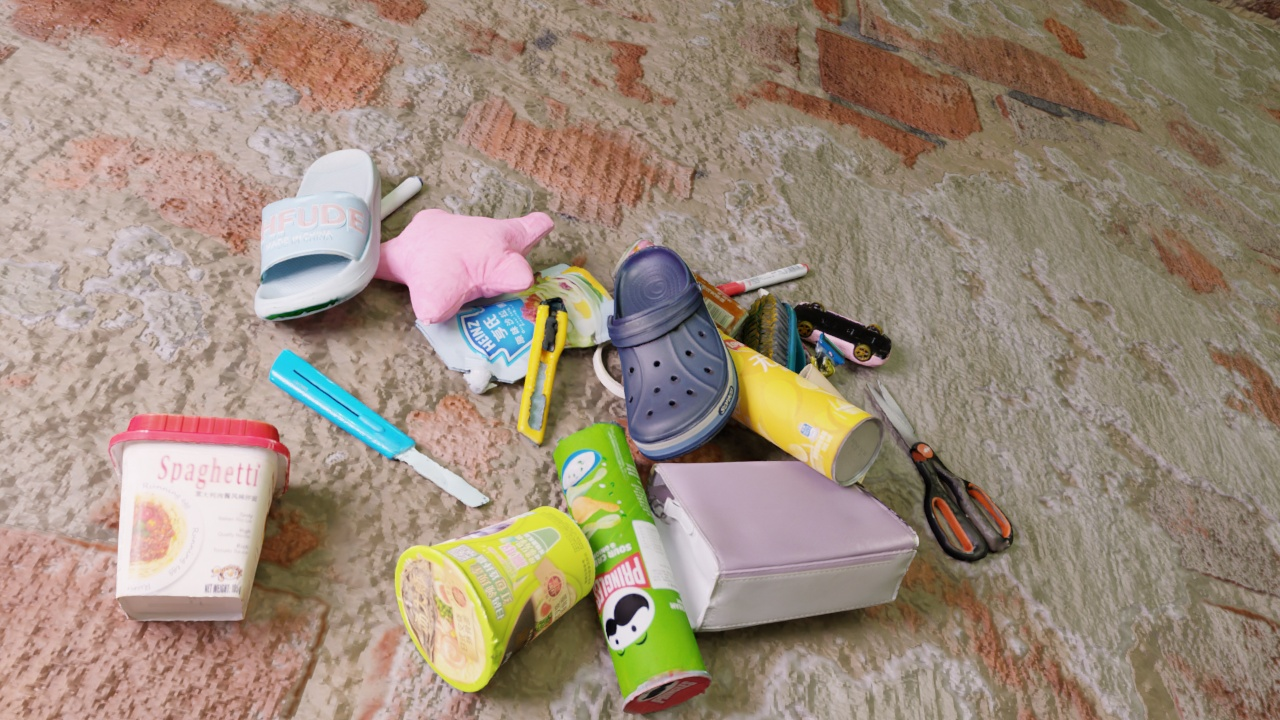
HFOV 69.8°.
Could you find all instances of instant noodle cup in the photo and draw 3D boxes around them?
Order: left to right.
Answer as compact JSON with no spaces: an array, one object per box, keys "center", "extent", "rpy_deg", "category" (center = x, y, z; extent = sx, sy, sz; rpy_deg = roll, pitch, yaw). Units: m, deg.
[{"center":[-0.314,0.115,0.648],"extent":[0.116,0.117,0.124],"rpy_deg":[6,62,-19],"category":"instant noodle cup"},{"center":[-0.102,0.169,0.696],"extent":[0.123,0.112,0.111],"rpy_deg":[-22,63,-44],"category":"instant noodle cup"}]

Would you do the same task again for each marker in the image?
[{"center":[-0.272,-0.159,0.962],"extent":[0.022,0.018,0.130],"rpy_deg":[24,45,10],"category":"marker"},{"center":[0.147,-0.095,1.093],"extent":[0.145,0.017,0.017],"rpy_deg":[-17,60,-35],"category":"marker"}]

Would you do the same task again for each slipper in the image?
[{"center":[-0.301,-0.133,0.866],"extent":[0.104,0.074,0.244],"rpy_deg":[-10,46,6],"category":"slipper"},{"center":[0.022,-0.026,0.866],"extent":[0.105,0.095,0.252],"rpy_deg":[-21,46,14],"category":"slipper"}]

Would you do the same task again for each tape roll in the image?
[{"center":[-0.006,0.005,0.939],"extent":[0.085,0.014,0.085],"rpy_deg":[13,47,-14],"category":"tape roll"}]

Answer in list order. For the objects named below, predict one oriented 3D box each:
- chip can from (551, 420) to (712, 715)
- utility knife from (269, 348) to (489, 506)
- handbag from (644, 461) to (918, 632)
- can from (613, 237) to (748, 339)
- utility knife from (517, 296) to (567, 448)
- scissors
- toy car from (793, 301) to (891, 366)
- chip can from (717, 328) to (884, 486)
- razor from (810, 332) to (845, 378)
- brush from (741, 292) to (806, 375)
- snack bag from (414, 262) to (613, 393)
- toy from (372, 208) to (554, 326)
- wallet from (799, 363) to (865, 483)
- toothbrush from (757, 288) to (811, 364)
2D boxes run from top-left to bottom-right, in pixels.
[{"center":[-0.012,0.164,0.758],"extent":[0.072,0.072,0.235],"rpy_deg":[-2,52,-25],"category":"chip can"},{"center":[-0.226,0.062,0.791],"extent":[0.225,0.018,0.034],"rpy_deg":[33,45,4],"category":"utility knife"},{"center":[0.114,0.154,0.804],"extent":[0.196,0.099,0.145],"rpy_deg":[0,36,-23],"category":"handbag"},{"center":[0.044,-0.071,0.997],"extent":[0.147,0.058,0.057],"rpy_deg":[36,46,9],"category":"can"},{"center":[-0.091,0.007,0.868],"extent":[0.033,0.015,0.156],"rpy_deg":[16,64,-21],"category":"utility knife"},{"center":[0.299,0.113,0.975],"extent":[0.234,0.022,0.152],"rpy_deg":[42,48,14],"category":"scissors"},{"center":[0.229,-0.028,1.059],"extent":[0.122,0.037,0.056],"rpy_deg":[24,40,15],"category":"toy car"},{"center":[0.125,0.039,0.873],"extent":[0.071,0.072,0.213],"rpy_deg":[-19,37,-35],"category":"chip can"},{"center":[0.186,0.038,0.981],"extent":[0.042,0.022,0.142],"rpy_deg":[38,55,-24],"category":"razor"},{"center":[0.148,-0.006,0.992],"extent":[0.073,0.055,0.143],"rpy_deg":[36,42,-24],"category":"brush"},{"center":[-0.116,-0.035,0.912],"extent":[0.190,0.039,0.110],"rpy_deg":[-24,70,-34],"category":"snack bag"},{"center":[-0.189,-0.094,0.891],"extent":[0.195,0.075,0.178],"rpy_deg":[3,42,11],"category":"toy"},{"center":[0.196,0.070,0.942],"extent":[0.115,0.024,0.087],"rpy_deg":[46,51,-15],"category":"wallet"},{"center":[0.179,-0.010,1.035],"extent":[0.017,0.016,0.187],"rpy_deg":[-17,60,-23],"category":"toothbrush"}]
